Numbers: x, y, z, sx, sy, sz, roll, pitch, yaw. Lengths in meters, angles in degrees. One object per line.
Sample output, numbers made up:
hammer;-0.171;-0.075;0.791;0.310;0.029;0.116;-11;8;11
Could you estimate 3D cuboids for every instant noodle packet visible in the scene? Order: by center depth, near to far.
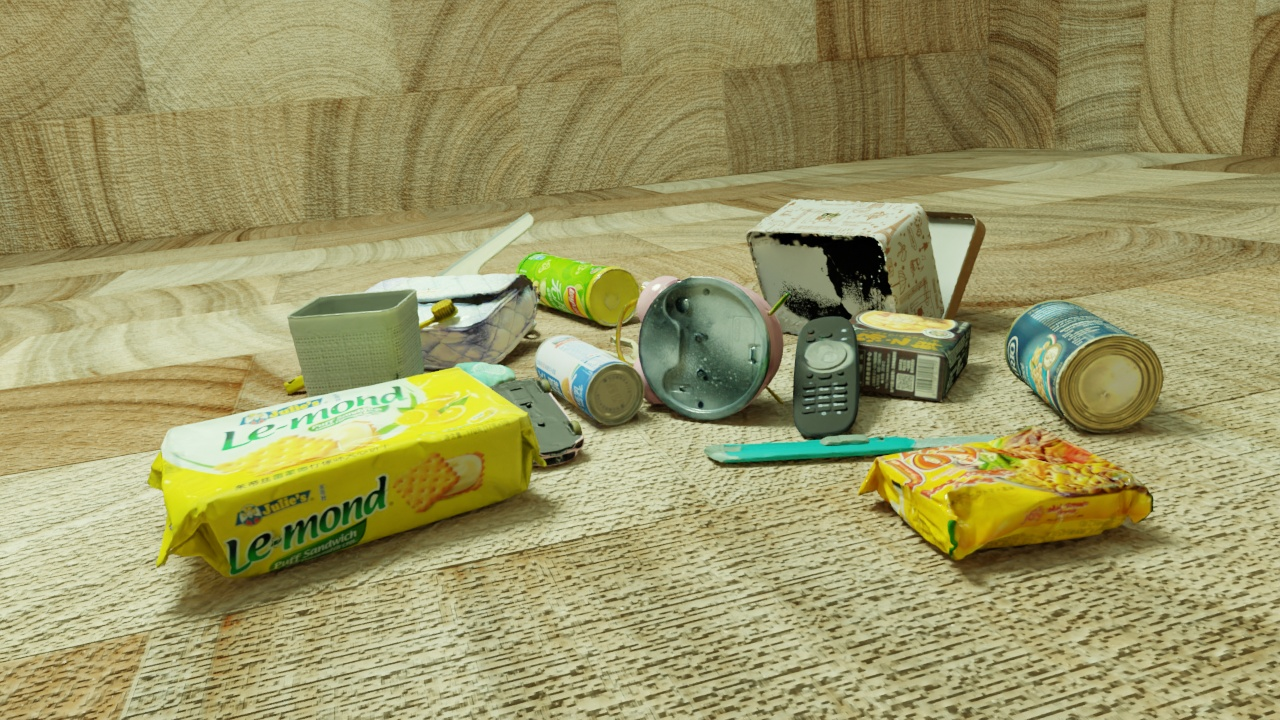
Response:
instant noodle packet;0.206;0.075;0.538;0.128;0.044;0.111;-8;12;-11

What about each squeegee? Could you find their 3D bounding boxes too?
squeegee;-0.183;-0.075;1.168;0.246;0.039;0.246;-38;38;-13

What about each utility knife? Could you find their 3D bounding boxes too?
utility knife;0.148;0.061;0.656;0.207;0.013;0.029;-3;16;5

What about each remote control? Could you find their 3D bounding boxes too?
remote control;0.150;0.016;0.737;0.053;0.024;0.136;-7;41;19

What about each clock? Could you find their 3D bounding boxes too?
clock;0.046;-0.014;0.773;0.159;0.117;0.059;6;9;27

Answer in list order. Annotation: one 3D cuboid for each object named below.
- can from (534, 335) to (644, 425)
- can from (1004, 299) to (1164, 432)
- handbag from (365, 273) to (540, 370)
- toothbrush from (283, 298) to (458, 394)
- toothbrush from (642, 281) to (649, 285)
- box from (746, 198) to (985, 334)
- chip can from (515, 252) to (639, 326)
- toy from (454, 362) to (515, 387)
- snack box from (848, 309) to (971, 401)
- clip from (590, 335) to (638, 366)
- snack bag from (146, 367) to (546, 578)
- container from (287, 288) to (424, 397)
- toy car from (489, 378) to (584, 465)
can;-0.049;0.014;0.808;0.053;0.053;0.135;-12;17;-23
can;0.332;0.002;0.695;0.075;0.075;0.111;-4;16;3
handbag;-0.223;-0.048;1.013;0.194;0.076;0.133;0;29;21
toothbrush;-0.273;-0.015;0.928;0.190;0.017;0.015;-26;41;-2
toothbrush;0.091;-0.067;1.069;0.189;0.021;0.029;13;-11;21
box;0.247;-0.105;0.962;0.177;0.153;0.183;-37;31;-29
chip can;-0.087;-0.095;1.171;0.072;0.072;0.221;-14;18;-30
toy;-0.142;0.028;0.839;0.096;0.030;0.091;7;23;14
snack box;0.218;-0.005;0.815;0.126;0.053;0.113;10;21;27
clip;0.000;0.002;0.877;0.105;0.035;0.083;8;20;25
snack bag;-0.198;0.071;0.623;0.246;0.068;0.158;-13;18;-27
container;-0.234;0.005;0.781;0.090;0.114;0.090;-4;16;2
toy car;-0.086;0.050;0.727;0.056;0.037;0.122;-13;30;-21
